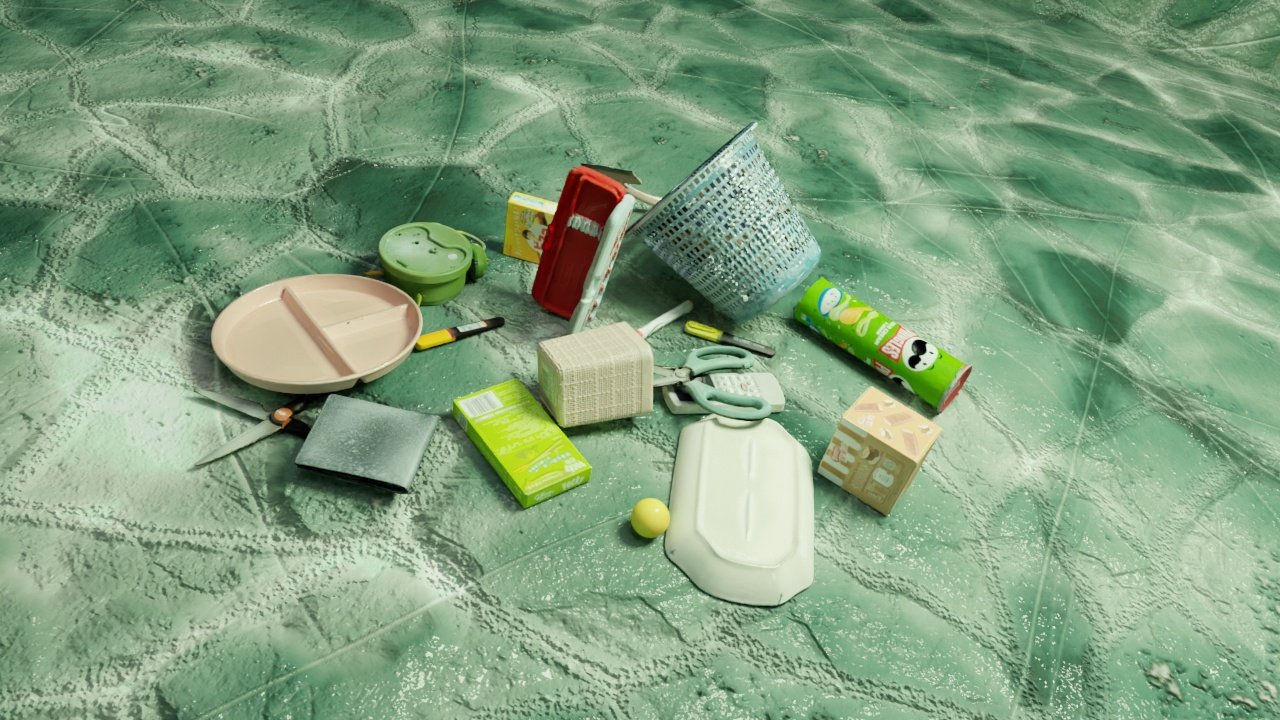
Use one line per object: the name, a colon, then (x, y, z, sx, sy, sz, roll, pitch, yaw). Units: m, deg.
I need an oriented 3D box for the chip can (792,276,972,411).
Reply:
chip can: (0.316, -0.025, 1.216, 0.236, 0.072, 0.072, 36, 46, 25)

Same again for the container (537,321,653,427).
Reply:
container: (-0.054, 0.018, 1.045, 0.110, 0.090, 0.090, -11, 30, -22)

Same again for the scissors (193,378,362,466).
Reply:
scissors: (-0.360, 0.056, 0.980, 0.234, 0.022, 0.220, 22, 41, 9)

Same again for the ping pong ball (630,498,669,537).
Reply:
ping pong ball: (0.010, 0.162, 0.945, 0.040, 0.040, 0.040, 8, 41, -7)

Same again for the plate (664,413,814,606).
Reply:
plate: (0.115, 0.144, 0.998, 0.162, 0.034, 0.265, 13, 41, 0)

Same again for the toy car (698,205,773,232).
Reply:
toy car: (0.139, -0.185, 1.350, 0.156, 0.071, 0.041, 19, 37, 10)

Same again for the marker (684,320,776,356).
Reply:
marker: (0.119, -0.028, 1.209, 0.124, 0.015, 0.018, 17, 44, 2)

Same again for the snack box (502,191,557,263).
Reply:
snack box: (-0.115, -0.169, 1.250, 0.140, 0.087, 0.033, 17, 41, 4)

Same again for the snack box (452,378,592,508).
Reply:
snack box: (-0.131, 0.087, 1.002, 0.085, 0.026, 0.156, -21, 51, -33)

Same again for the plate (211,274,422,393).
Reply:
plate: (-0.367, -0.032, 1.054, 0.229, 0.028, 0.229, 4, 35, -3)

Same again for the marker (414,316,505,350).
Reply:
marker: (-0.220, -0.034, 1.126, 0.123, 0.015, 0.018, -19, 52, -35)

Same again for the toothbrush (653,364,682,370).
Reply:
toothbrush: (-0.007, 0.007, 1.139, 0.185, 0.012, 0.017, 1, 36, -14)

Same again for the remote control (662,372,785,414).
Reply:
remote control: (0.102, 0.039, 1.124, 0.150, 0.021, 0.058, 0, 42, -16)

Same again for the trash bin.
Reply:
trash bin: (0.122, -0.165, 1.208, 0.195, 0.227, 0.225, 50, 44, -7)

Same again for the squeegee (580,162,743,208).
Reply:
squeegee: (0.052, -0.249, 1.407, 0.249, 0.040, 0.248, 11, 9, -22)

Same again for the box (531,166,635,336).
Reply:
box: (-0.079, -0.122, 1.114, 0.102, 0.202, 0.100, 26, 35, 4)

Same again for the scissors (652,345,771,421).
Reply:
scissors: (0.088, 0.017, 1.112, 0.170, 0.019, 0.180, 18, 33, 17)

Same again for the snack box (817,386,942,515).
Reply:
snack box: (0.271, 0.102, 1.043, 0.094, 0.093, 0.076, 33, 44, 21)

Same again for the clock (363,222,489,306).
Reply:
clock: (-0.267, -0.131, 1.190, 0.116, 0.056, 0.160, 31, 44, 18)

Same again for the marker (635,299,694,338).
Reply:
marker: (0.022, -0.047, 1.203, 0.017, 0.017, 0.144, 36, 46, 24)

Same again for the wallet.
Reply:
wallet: (-0.281, 0.084, 0.946, 0.121, 0.019, 0.097, 13, 46, 0)
